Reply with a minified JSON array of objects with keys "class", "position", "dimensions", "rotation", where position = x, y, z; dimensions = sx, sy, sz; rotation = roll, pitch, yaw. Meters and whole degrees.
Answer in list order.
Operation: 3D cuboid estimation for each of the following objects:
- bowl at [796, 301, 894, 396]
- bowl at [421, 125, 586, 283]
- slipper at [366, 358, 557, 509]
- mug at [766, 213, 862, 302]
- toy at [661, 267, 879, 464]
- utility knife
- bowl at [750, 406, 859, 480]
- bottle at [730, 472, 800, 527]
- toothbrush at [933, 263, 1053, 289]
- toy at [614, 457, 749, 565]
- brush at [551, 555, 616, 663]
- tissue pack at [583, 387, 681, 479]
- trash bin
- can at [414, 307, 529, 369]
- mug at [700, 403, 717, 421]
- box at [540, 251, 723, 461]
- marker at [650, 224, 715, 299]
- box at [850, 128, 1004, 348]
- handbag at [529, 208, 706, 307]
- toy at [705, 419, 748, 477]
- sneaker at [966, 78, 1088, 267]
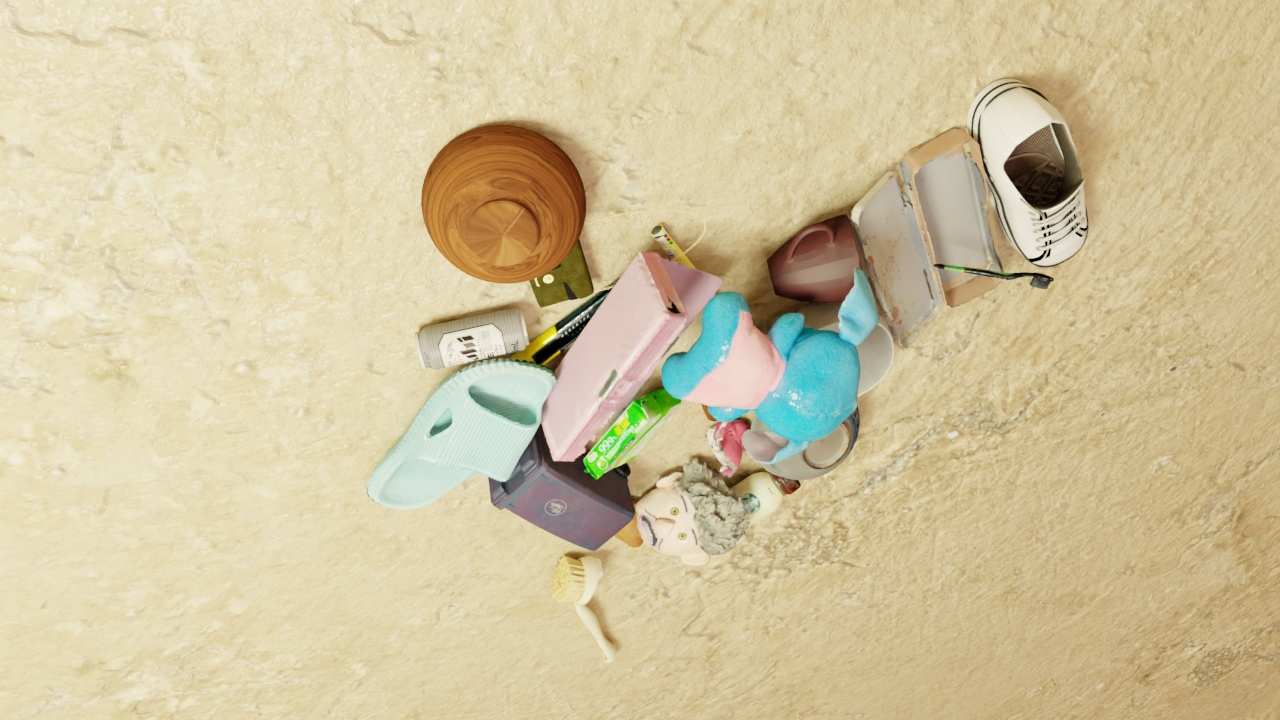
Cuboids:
[{"class":"bowl","position":[0.210,-0.017,1.027],"dimensions":[0.131,0.064,0.132],"rotation":[-7,134,-7]},{"class":"bowl","position":[-0.119,-0.123,0.802],"dimensions":[0.147,0.068,0.147],"rotation":[-3,123,-5]},{"class":"slipper","position":[-0.194,0.094,0.969],"dimensions":[0.116,0.069,0.277],"rotation":[24,126,-37]},{"class":"mug","position":[0.174,-0.102,0.929],"dimensions":[0.088,0.087,0.114],"rotation":[-14,151,11]},{"class":"toy","position":[0.133,0.002,0.902],"dimensions":[0.191,0.098,0.225],"rotation":[19,120,-17]},{"class":"utility knife","position":[-0.059,-0.044,0.948],"dimensions":[0.198,0.020,0.029],"rotation":[-37,133,13]},{"class":"bowl","position":[0.209,0.088,1.101],"dimensions":[0.150,0.057,0.151],"rotation":[-9,116,-19]},{"class":"bottle","position":[0.130,0.190,1.189],"dimensions":[0.162,0.056,0.056],"rotation":[-35,132,12]},{"class":"toothbrush","position":[0.389,-0.093,1.008],"dimensions":[0.187,0.014,0.017],"rotation":[2,118,-29]},{"class":"toy","position":[0.044,0.195,1.142],"dimensions":[0.176,0.132,0.076],"rotation":[-15,180,16]},{"class":"brush","position":[-0.069,0.354,1.274],"dimensions":[0.077,0.061,0.273],"rotation":[-5,137,7]},{"class":"tissue pack","position":[-0.009,0.080,1.030],"dimensions":[0.114,0.034,0.099],"rotation":[-50,168,24]},{"class":"trash bin","position":[-0.092,0.143,1.054],"dimensions":[0.094,0.092,0.160],"rotation":[-43,126,19]},{"class":"can","position":[-0.167,-0.021,0.912],"dimensions":[0.106,0.044,0.044],"rotation":[-13,133,-8]},{"class":"mug","position":[0.099,0.012,0.997],"dimensions":[0.081,0.085,0.111],"rotation":[-18,154,-1]},{"class":"box","position":[-0.004,0.005,0.946],"dimensions":[0.115,0.099,0.233],"rotation":[8,133,-35]},{"class":"marker","position":[0.050,-0.092,0.944],"dimensions":[0.014,0.014,0.132],"rotation":[-34,132,11]},{"class":"box","position":[0.307,-0.124,0.977],"dimensions":[0.157,0.063,0.216],"rotation":[-42,133,-8]},{"class":"handbag","position":[-0.023,-0.105,0.891],"dimensions":[0.178,0.027,0.084],"rotation":[-15,133,0]},{"class":"toy","position":[0.104,0.091,1.105],"dimensions":[0.065,0.050,0.102],"rotation":[-51,144,-19]},{"class":"sneaker","position":[0.418,-0.174,0.939],"dimensions":[0.091,0.097,0.245],"rotation":[-32,132,10]}]
